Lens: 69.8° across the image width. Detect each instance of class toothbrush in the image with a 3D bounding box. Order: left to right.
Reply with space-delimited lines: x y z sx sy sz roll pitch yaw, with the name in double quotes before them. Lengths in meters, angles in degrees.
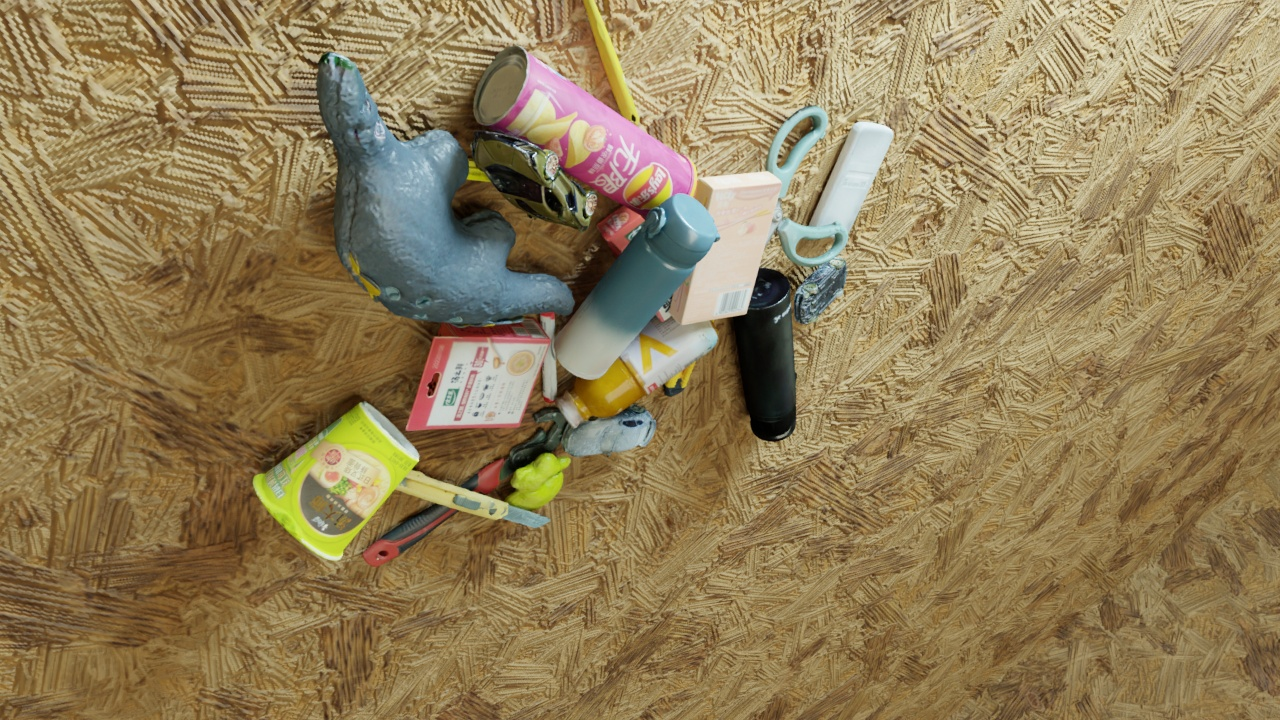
"toothbrush" -0.032 -0.276 0.775 0.015 0.016 0.190 -32 137 -7

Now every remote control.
"remote control" 0.233 -0.199 1.021 0.055 0.020 0.136 -2 127 -32

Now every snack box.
"snack box" -0.167 0.012 0.910 0.127 0.044 0.113 1 125 -37
"snack box" 0.034 -0.119 0.935 0.113 0.044 0.127 -37 137 -2
"snack box" 0.084 -0.111 0.923 0.084 0.026 0.158 -11 130 -29

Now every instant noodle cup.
"instant noodle cup" -0.282 0.107 0.874 0.123 0.112 0.112 -45 138 -6

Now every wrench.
"wrench" -0.192 0.145 1.026 0.273 0.016 0.056 -37 134 -3

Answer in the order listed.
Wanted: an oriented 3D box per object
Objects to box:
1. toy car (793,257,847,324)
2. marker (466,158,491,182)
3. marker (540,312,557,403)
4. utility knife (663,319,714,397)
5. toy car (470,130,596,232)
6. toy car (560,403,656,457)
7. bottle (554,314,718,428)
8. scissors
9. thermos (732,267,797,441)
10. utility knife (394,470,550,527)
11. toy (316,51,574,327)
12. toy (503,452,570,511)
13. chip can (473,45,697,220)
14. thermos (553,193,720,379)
"toy car" 0.211 -0.084 1.083 0.105 0.031 0.049 -40 138 -36
"marker" -0.175 -0.165 0.774 0.124 0.015 0.018 1 126 -33
"marker" -0.096 -0.013 0.957 0.017 0.017 0.145 -17 133 -22
"utility knife" 0.071 -0.045 1.045 0.033 0.015 0.216 -2 126 -37
"toy car" -0.091 -0.150 0.775 0.042 0.070 0.158 -70 158 -7
"toy car" -0.036 0.084 1.062 0.120 0.037 0.054 -3 127 -39
"bottle" -0.006 0.006 0.997 0.189 0.068 0.068 -35 138 -4
"scissors" 0.175 -0.179 0.974 0.171 0.019 0.170 9 108 -35
"thermos" 0.156 -0.007 1.110 0.089 0.068 0.243 -56 149 -32
"utility knife" -0.189 0.154 1.014 0.204 0.021 0.031 22 112 -35
"toy" -0.177 -0.104 0.763 0.138 0.091 0.356 -38 144 0
"toy" -0.119 0.143 1.051 0.096 0.031 0.100 -30 153 -7
"chip can" -0.042 -0.190 0.801 0.210 0.071 0.071 23 111 -44
"thermos" -0.008 -0.068 0.875 0.070 0.070 0.221 3 143 -36
